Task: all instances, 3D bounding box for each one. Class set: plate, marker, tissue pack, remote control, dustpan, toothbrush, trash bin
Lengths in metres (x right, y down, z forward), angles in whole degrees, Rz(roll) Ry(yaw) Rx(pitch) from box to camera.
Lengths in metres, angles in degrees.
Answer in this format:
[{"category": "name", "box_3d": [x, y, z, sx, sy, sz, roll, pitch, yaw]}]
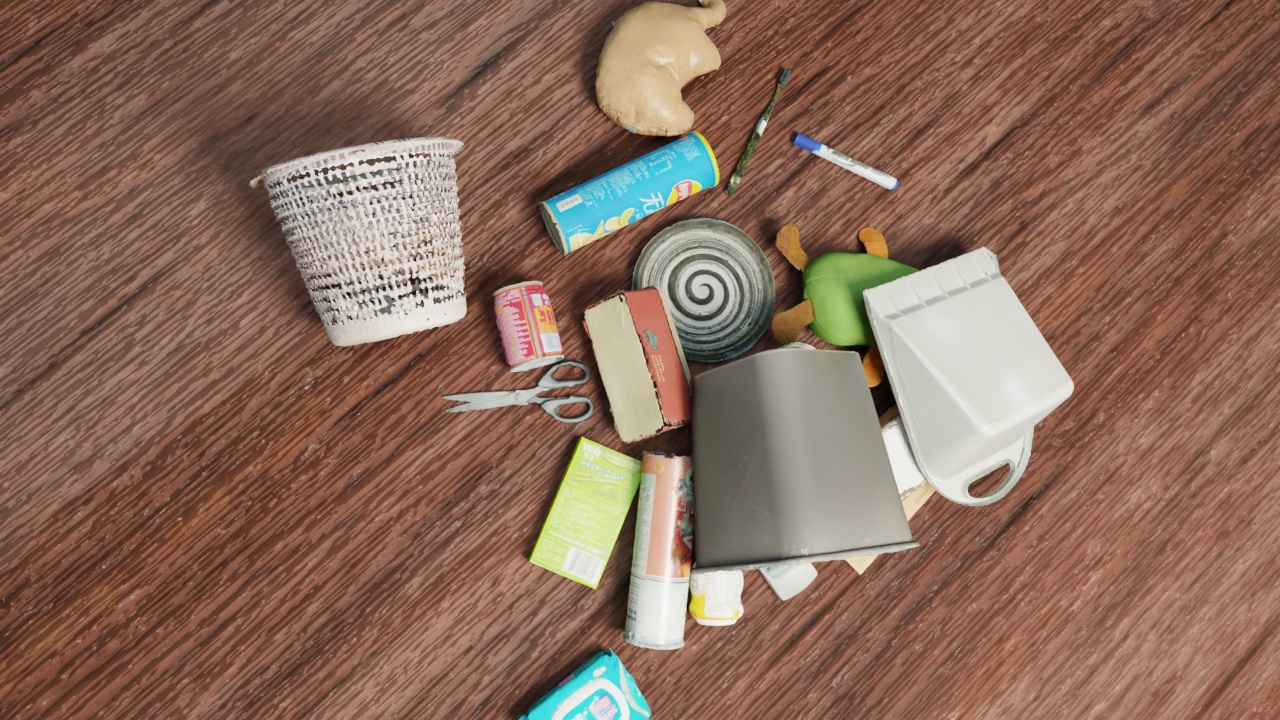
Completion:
[{"category": "plate", "box_3d": [0.077, -0.085, 1.124, 0.179, 0.024, 0.179, 1, 81, -7]}, {"category": "marker", "box_3d": [0.263, -0.254, 1.174, 0.146, 0.017, 0.017, 24, 80, -4]}, {"category": "tissue pack", "box_3d": [-0.061, 0.399, 1.030, 0.133, 0.050, 0.093, -36, 90, -10]}, {"category": "remote control", "box_3d": [0.153, 0.219, 1.098, 0.056, 0.019, 0.135, -34, 89, -11]}, {"category": "dustpan", "box_3d": [0.379, 0.030, 1.086, 0.222, 0.143, 0.257, -20, 66, -29]}, {"category": "toothbrush", "box_3d": [0.150, -0.290, 1.162, 0.012, 0.017, 0.185, 26, 80, 2]}, {"category": "trash bin", "box_3d": [0.162, 0.111, 0.993, 0.198, 0.200, 0.219, 3, 74, -37]}, {"category": "trash bin", "box_3d": [-0.282, -0.123, 0.996, 0.227, 0.227, 0.192, -14, 97, -10]}]

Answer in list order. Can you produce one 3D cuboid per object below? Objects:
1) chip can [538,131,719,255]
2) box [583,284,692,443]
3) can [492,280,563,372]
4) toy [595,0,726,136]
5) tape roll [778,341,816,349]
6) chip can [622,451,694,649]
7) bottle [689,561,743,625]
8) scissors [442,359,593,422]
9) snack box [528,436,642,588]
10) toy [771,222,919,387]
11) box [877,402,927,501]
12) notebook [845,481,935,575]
[{"category": "chip can", "box_3d": [-0.013, -0.201, 1.102, 0.210, 0.071, 0.071, -27, 87, -10]}, {"category": "box", "box_3d": [-0.006, 0.006, 1.057, 0.080, 0.092, 0.168, -13, 83, -43]}, {"category": "can", "box_3d": [-0.132, -0.040, 1.067, 0.066, 0.066, 0.093, -14, 85, -10]}, {"category": "toy", "box_3d": [0.028, -0.383, 1.130, 0.143, 0.083, 0.225, 27, 77, -9]}, {"category": "tape roll", "box_3d": [0.193, 0.021, 1.131, 0.085, 0.014, 0.085, 1, 83, -8]}, {"category": "chip can", "box_3d": [0.025, 0.212, 1.046, 0.071, 0.071, 0.214, 6, 87, -7]}, {"category": "bottle", "box_3d": [0.088, 0.249, 1.063, 0.063, 0.063, 0.108, 2, 80, -8]}, {"category": "scissors", "box_3d": [-0.139, 0.050, 1.082, 0.172, 0.014, 0.146, -42, 89, -10]}, {"category": "snack box", "box_3d": [-0.061, 0.176, 1.070, 0.086, 0.026, 0.156, 23, 81, -5]}, {"category": "toy", "box_3d": [0.273, -0.072, 1.117, 0.246, 0.090, 0.226, 11, 68, -10]}, {"category": "box", "box_3d": [0.327, 0.094, 1.101, 0.183, 0.061, 0.090, -30, 89, -27]}, {"category": "notebook", "box_3d": [0.244, 0.135, 1.119, 0.211, 0.012, 0.149, 45, 81, -5]}]
